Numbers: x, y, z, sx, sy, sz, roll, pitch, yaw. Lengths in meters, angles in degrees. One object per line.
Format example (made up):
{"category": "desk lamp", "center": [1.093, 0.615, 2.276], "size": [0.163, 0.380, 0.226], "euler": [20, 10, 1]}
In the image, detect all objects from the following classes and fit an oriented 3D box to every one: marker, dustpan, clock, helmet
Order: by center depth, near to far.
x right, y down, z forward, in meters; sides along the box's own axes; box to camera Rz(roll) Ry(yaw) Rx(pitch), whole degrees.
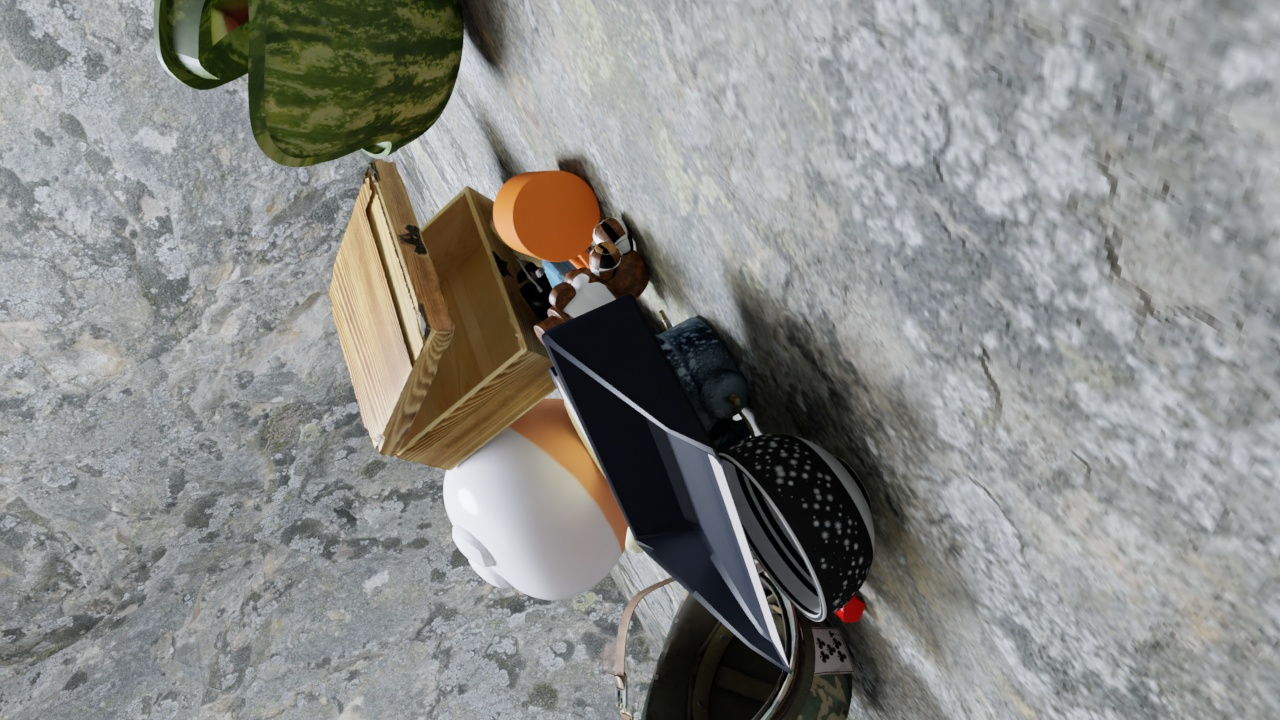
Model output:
{"category": "dustpan", "center": [-0.001, 0.073, 0.667], "size": [0.273, 0.080, 0.236], "euler": [-116, 4, -51]}
{"category": "clock", "center": [0.046, 0.023, 0.697], "size": [0.129, 0.052, 0.090], "euler": [53, 166, 35]}
{"category": "marker", "center": [0.132, 0.165, 0.751], "size": [0.023, 0.021, 0.145], "euler": [58, 171, -28]}
{"category": "helmet", "center": [0.070, 0.260, 0.793], "size": [0.236, 0.192, 0.225], "euler": [24, 159, -4]}
{"category": "helmet", "center": [-0.274, -0.302, 0.823], "size": [0.213, 0.246, 0.244], "euler": [36, 118, 26]}
{"category": "clock", "center": [-0.100, -0.069, 1.045], "size": [0.121, 0.042, 0.091], "euler": [49, -177, -34]}

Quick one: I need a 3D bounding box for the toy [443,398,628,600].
{"category": "toy", "center": [-0.125, 0.175, 1.241], "size": [0.266, 0.280, 0.263], "euler": [29, 154, 30]}

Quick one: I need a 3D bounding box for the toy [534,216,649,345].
{"category": "toy", "center": [-0.039, -0.054, 0.748], "size": [0.067, 0.112, 0.087], "euler": [40, 159, 29]}

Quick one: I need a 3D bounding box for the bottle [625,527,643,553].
{"category": "bottle", "center": [0.005, 0.120, 0.904], "size": [0.184, 0.045, 0.045], "euler": [-79, -30, -58]}

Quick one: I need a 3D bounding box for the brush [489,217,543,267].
{"category": "brush", "center": [-0.121, -0.140, 1.001], "size": [0.043, 0.059, 0.195], "euler": [54, 170, -27]}

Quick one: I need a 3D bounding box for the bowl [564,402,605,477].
{"category": "bowl", "center": [-0.030, 0.079, 1.093], "size": [0.118, 0.074, 0.118], "euler": [57, 168, 19]}

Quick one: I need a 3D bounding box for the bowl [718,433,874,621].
{"category": "bowl", "center": [0.106, 0.095, 0.580], "size": [0.120, 0.066, 0.120], "euler": [57, 168, 19]}

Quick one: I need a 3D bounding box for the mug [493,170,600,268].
{"category": "mug", "center": [-0.076, -0.118, 0.832], "size": [0.112, 0.077, 0.096], "euler": [51, 172, -20]}

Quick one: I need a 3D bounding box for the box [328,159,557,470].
{"category": "box", "center": [-0.274, -0.047, 1.117], "size": [0.220, 0.259, 0.279], "euler": [21, -144, -51]}

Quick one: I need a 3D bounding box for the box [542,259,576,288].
{"category": "box", "center": [-0.005, 0.005, 0.897], "size": [0.231, 0.033, 0.175], "euler": [44, 166, 42]}
